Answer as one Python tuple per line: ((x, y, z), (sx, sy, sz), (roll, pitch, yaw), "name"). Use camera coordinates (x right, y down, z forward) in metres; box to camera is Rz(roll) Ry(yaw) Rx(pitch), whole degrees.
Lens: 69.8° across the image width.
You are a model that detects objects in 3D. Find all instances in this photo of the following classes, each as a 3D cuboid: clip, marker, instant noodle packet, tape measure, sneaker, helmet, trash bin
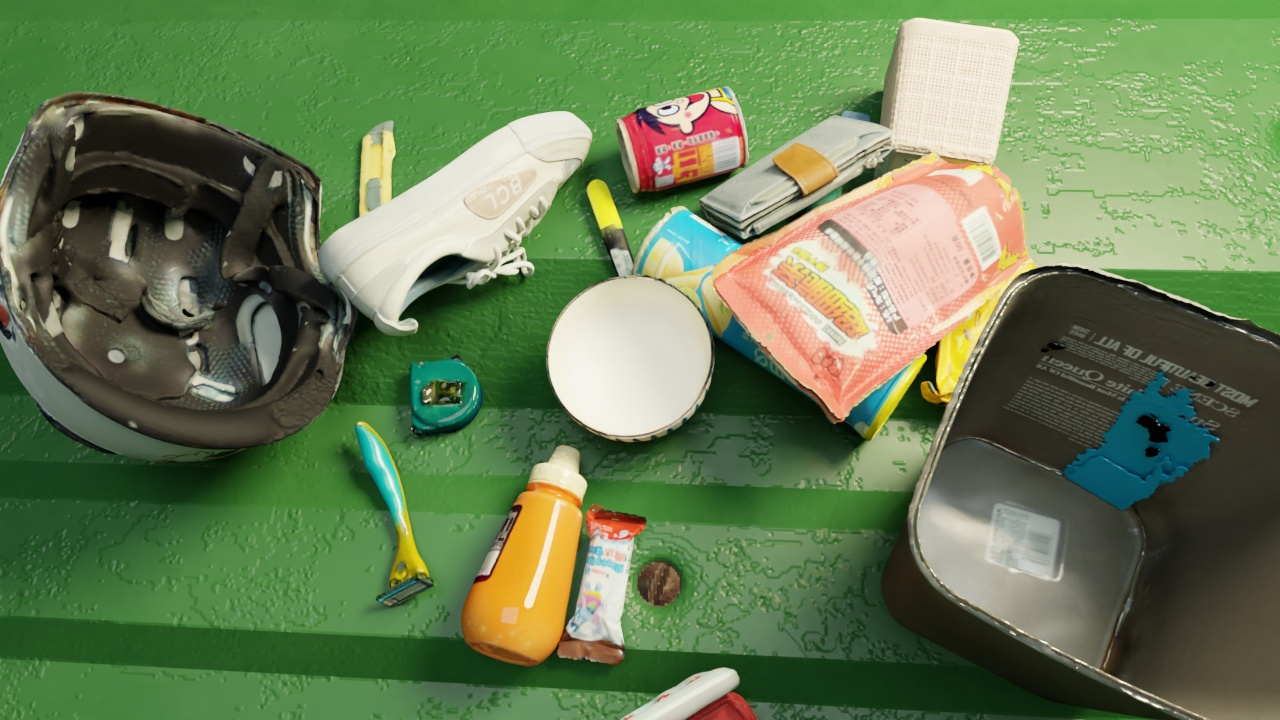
((0.171, -0.177, 0.748), (0.026, 0.037, 0.058), (16, 70, 7), "clip")
((-0.018, -0.089, 0.728), (0.018, 0.015, 0.124), (-19, 71, -3), "marker")
((0.263, -0.018, 0.664), (0.111, 0.044, 0.128), (12, 71, 4), "instant noodle packet")
((-0.146, 0.025, 0.682), (0.054, 0.025, 0.058), (-9, 68, 1), "tape measure")
((-0.113, -0.103, 0.688), (0.241, 0.090, 0.091), (-38, 89, -28), "sneaker")
((-0.335, -0.040, 0.639), (0.157, 0.229, 0.273), (-32, 66, 37), "helmet")
((0.249, 0.094, 0.524), (0.199, 0.220, 0.198), (25, 72, 14), "trash bin")

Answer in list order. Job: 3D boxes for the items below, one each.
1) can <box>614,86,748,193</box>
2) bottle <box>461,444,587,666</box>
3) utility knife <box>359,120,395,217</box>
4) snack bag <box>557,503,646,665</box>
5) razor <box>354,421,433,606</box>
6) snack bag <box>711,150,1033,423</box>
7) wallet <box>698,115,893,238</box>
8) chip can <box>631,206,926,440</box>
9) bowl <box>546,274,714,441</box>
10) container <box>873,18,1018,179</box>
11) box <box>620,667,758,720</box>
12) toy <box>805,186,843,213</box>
((0.032, -0.174, 0.730), (0.094, 0.066, 0.066), (-16, 68, -3), "can")
((-0.070, 0.125, 0.620), (0.067, 0.067, 0.149), (12, 61, 8), "bottle")
((-0.216, -0.121, 0.756), (0.031, 0.019, 0.182), (-9, 72, 6), "utility knife")
((-0.025, 0.151, 0.622), (0.045, 0.026, 0.105), (9, 71, 4), "snack bag")
((-0.179, 0.104, 0.650), (0.043, 0.028, 0.132), (-32, 68, 24), "razor")
((0.161, -0.059, 0.613), (0.207, 0.073, 0.128), (-32, 78, -19), "snack bag")
((0.113, -0.142, 0.690), (0.129, 0.106, 0.037), (-32, 111, -2), "wallet")
((0.096, -0.029, 0.665), (0.210, 0.071, 0.071), (34, 74, 16), "chip can")
((-0.004, 0.004, 0.656), (0.116, 0.066, 0.116), (-2, 75, 7), "bowl")
((0.232, -0.187, 0.712), (0.090, 0.090, 0.110), (11, 71, 8), "container")
((-0.013, 0.266, 0.536), (0.201, 0.100, 0.094), (-29, 68, -7), "box")
((0.155, -0.082, 0.705), (0.092, 0.030, 0.096), (37, 80, 19), "toy")
